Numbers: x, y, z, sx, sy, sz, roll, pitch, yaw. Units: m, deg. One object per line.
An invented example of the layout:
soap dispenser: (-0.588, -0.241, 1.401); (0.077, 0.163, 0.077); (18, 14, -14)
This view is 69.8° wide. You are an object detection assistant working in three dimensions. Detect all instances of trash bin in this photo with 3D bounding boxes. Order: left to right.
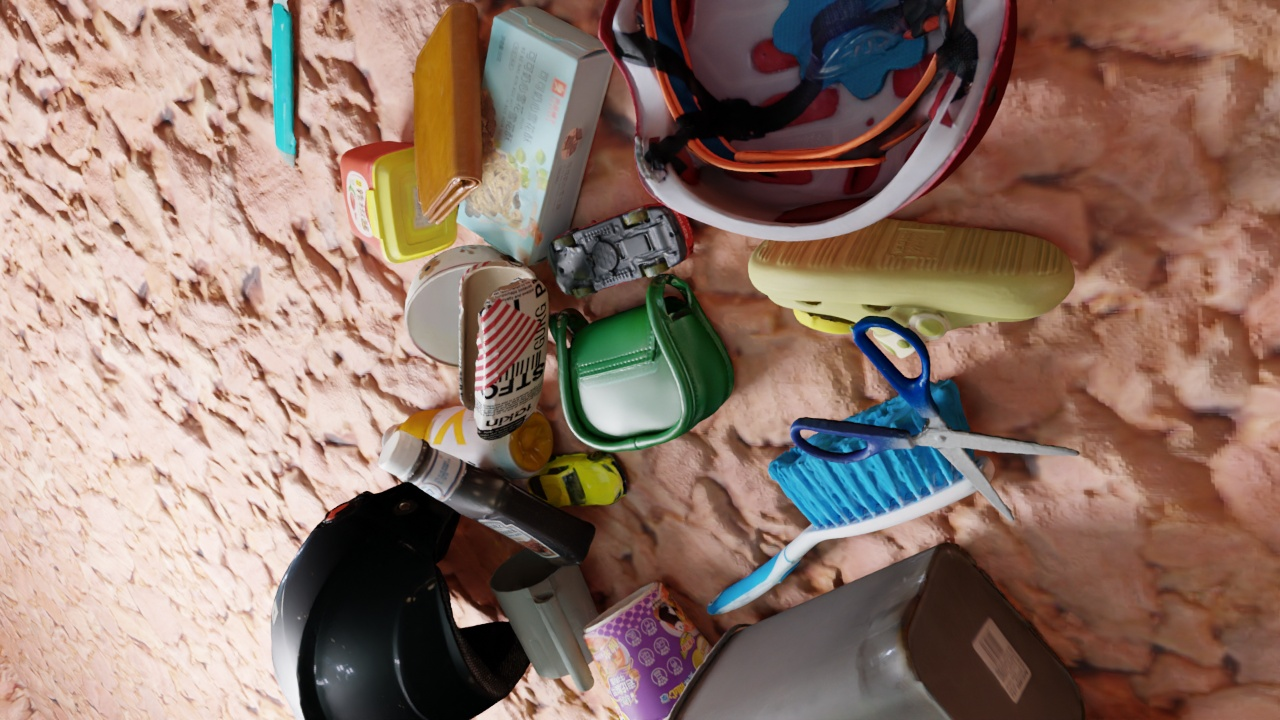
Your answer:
trash bin: (0.168, 0.261, 0.654); (0.199, 0.198, 0.220); (49, 124, 4)

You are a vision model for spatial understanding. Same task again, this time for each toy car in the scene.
toy car: (-0.060, 0.110, 0.825); (0.105, 0.032, 0.048); (-9, 108, 36)
toy car: (-0.015, -0.082, 0.679); (0.121, 0.045, 0.053); (-12, 105, 33)

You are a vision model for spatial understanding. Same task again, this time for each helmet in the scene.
helmet: (-0.246, 0.251, 0.903); (0.275, 0.229, 0.234); (23, 137, 55)
helmet: (0.095, -0.186, 0.487); (0.207, 0.143, 0.240); (-8, 96, 37)

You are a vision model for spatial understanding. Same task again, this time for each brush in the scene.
brush: (0.126, 0.118, 0.690); (0.316, 0.060, 0.109); (-32, 97, 44)

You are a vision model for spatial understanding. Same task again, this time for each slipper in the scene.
slipper: (0.157, -0.038, 0.558); (0.191, 0.091, 0.082); (7, 120, 28)

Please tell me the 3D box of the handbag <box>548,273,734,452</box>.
handbag: (-0.004, 0.004, 0.704); (0.132, 0.067, 0.120); (-17, 98, 40)

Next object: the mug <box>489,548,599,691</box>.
mug: (-0.081, 0.242, 0.861); (0.103, 0.083, 0.124); (68, 169, -16)

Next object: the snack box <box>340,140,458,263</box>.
snack box: (-0.201, -0.137, 0.763); (0.080, 0.081, 0.091); (24, 126, 39)

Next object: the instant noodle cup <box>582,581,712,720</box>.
instant noodle cup: (0.008, 0.259, 0.816); (0.112, 0.111, 0.099); (-37, 82, 41)

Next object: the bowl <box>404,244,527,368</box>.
bowl: (-0.138, -0.053, 0.757); (0.062, 0.113, 0.114); (-109, 33, -43)

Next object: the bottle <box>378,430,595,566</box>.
bottle: (-0.133, 0.120, 0.795); (0.195, 0.044, 0.080); (34, 154, -25)

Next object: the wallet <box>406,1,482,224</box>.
wallet: (-0.147, -0.177, 0.679); (0.119, 0.035, 0.130); (159, 110, -63)

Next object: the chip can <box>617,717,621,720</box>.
chip can: (0.069, 0.382, 0.856); (0.211, 0.071, 0.071); (-6, 111, 37)

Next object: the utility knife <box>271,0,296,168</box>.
utility knife: (-0.312, -0.272, 0.804); (0.029, 0.013, 0.222); (32, 131, 19)

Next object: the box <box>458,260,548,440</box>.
box: (-0.113, -0.014, 0.735); (0.081, 0.074, 0.164); (44, 144, 33)

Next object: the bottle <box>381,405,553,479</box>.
bottle: (-0.168, 0.076, 0.858); (0.190, 0.067, 0.068); (-4, 111, 37)

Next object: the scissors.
scissors: (0.169, 0.040, 0.558); (0.163, 0.012, 0.176); (-15, 120, 34)

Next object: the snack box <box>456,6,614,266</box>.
snack box: (-0.080, -0.162, 0.677); (0.074, 0.051, 0.175); (33, 129, 17)
